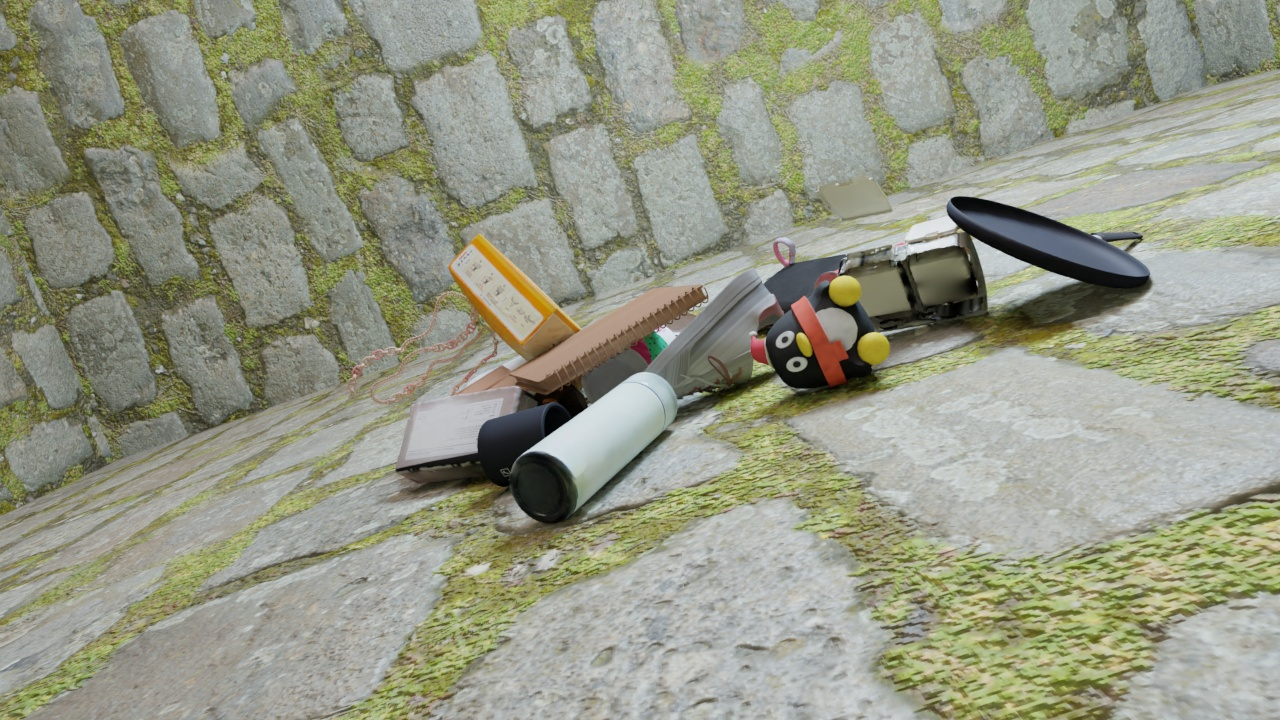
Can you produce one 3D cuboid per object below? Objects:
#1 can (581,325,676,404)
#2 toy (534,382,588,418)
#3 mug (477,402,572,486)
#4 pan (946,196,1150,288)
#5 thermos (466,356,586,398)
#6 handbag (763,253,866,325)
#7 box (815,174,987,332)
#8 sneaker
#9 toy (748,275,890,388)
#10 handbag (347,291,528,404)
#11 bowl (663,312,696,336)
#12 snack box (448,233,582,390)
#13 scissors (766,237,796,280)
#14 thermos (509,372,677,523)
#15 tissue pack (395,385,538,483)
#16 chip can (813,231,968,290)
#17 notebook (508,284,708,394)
[{"bbox_3d":[-0.007,0.007,1.133,0.088,0.088,0.165,-16,9,21],"label":"can"},{"bbox_3d":[-0.105,0.056,1.135,0.076,0.062,0.100,23,9,19],"label":"toy"},{"bbox_3d":[-0.105,0.088,0.943,0.078,0.071,0.105,-15,-13,23],"label":"mug"},{"bbox_3d":[0.456,-0.125,0.962,0.355,0.021,0.199,-9,35,-42],"label":"pan"},{"bbox_3d":[-0.155,0.026,1.321,0.221,0.099,0.099,-18,8,36],"label":"thermos"},{"bbox_3d":[0.203,-0.076,1.289,0.195,0.072,0.176,-28,11,-24],"label":"handbag"},{"bbox_3d":[0.281,-0.139,0.985,0.144,0.194,0.100,-9,39,27],"label":"box"},{"bbox_3d":[0.077,0.004,1.015,0.235,0.089,0.099,-46,-5,-14],"label":"sneaker"},{"bbox_3d":[0.168,-0.015,0.885,0.119,0.097,0.099,-26,-10,9],"label":"toy"},{"bbox_3d":[-0.257,0.031,1.171,0.198,0.187,0.117,-33,12,-11],"label":"handbag"},{"bbox_3d":[0.049,-0.044,1.337,0.118,0.030,0.117,1,34,-1],"label":"bowl"},{"bbox_3d":[-0.149,-0.056,1.190,0.080,0.145,0.195,-47,53,0],"label":"snack box"},{"bbox_3d":[0.256,-0.127,1.433,0.014,0.159,0.173,-53,-23,-17],"label":"scissors"},{"bbox_3d":[-0.036,0.074,0.854,0.068,0.068,0.229,-15,9,27],"label":"thermos"},{"bbox_3d":[-0.193,0.085,1.055,0.182,0.071,0.103,-14,55,38],"label":"tissue pack"},{"bbox_3d":[0.336,-0.116,1.215,0.232,0.073,0.073,-23,10,-31],"label":"chip can"},{"bbox_3d":[-0.039,-0.027,1.036,0.210,0.022,0.169,-31,12,-16],"label":"notebook"}]
